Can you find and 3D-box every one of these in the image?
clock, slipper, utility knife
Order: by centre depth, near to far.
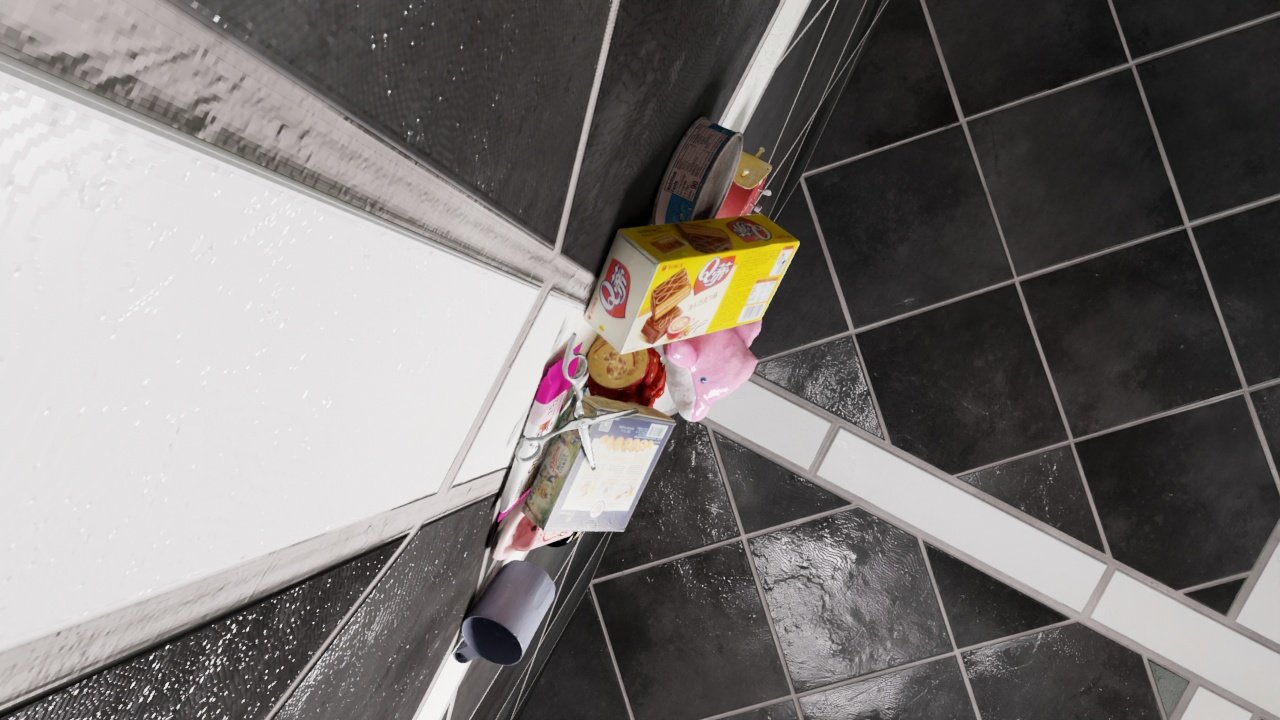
[{"bbox_3d":[-0.100,0.086,1.014,0.165,0.015,0.022,-52,162,-45],"label":"utility knife"},{"bbox_3d":[-0.092,0.173,1.082,0.220,0.055,0.107,-26,152,-45],"label":"slipper"},{"bbox_3d":[0.124,-0.210,1.248,0.116,0.081,0.159,-55,170,-47],"label":"clock"}]

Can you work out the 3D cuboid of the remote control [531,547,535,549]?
[{"bbox_3d":[-0.116,0.183,1.156,0.033,0.015,0.147,-51,168,-52],"label":"remote control"}]

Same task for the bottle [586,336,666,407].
[{"bbox_3d":[-0.018,0.013,1.061,0.098,0.099,0.111,-60,159,-17],"label":"bottle"}]

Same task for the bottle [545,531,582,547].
[{"bbox_3d":[-0.108,0.231,1.335,0.059,0.059,0.181,-62,173,-1],"label":"bottle"}]

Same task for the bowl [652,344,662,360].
[{"bbox_3d":[-0.007,0.007,1.248,0.149,0.043,0.149,-58,-177,5],"label":"bowl"}]

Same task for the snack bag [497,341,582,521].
[{"bbox_3d":[-0.102,0.075,0.926,0.070,0.016,0.197,-41,157,-58],"label":"snack bag"}]

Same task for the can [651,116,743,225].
[{"bbox_3d":[0.061,-0.190,0.978,0.129,0.044,0.130,-59,168,-22],"label":"can"}]

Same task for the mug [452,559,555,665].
[{"bbox_3d":[-0.176,0.324,1.164,0.124,0.084,0.103,-38,-168,37],"label":"mug"}]

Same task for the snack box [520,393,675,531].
[{"bbox_3d":[-0.043,0.114,0.996,0.144,0.043,0.145,14,104,-53],"label":"snack box"}]

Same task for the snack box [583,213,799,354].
[{"bbox_3d":[0.058,-0.084,0.943,0.229,0.061,0.110,-14,138,-45],"label":"snack box"}]

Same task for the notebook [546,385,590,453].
[{"bbox_3d":[-0.100,0.124,1.169,0.148,0.016,0.207,-58,172,-26],"label":"notebook"}]

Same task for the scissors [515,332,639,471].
[{"bbox_3d":[-0.062,0.049,0.887,0.141,0.014,0.175,-27,132,-25],"label":"scissors"}]

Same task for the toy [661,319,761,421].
[{"bbox_3d":[0.086,-0.055,1.117,0.186,0.128,0.266,-79,164,-75],"label":"toy"}]

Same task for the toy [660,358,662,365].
[{"bbox_3d":[0.062,-0.049,1.432,0.152,0.078,0.180,-67,180,-60],"label":"toy"}]
